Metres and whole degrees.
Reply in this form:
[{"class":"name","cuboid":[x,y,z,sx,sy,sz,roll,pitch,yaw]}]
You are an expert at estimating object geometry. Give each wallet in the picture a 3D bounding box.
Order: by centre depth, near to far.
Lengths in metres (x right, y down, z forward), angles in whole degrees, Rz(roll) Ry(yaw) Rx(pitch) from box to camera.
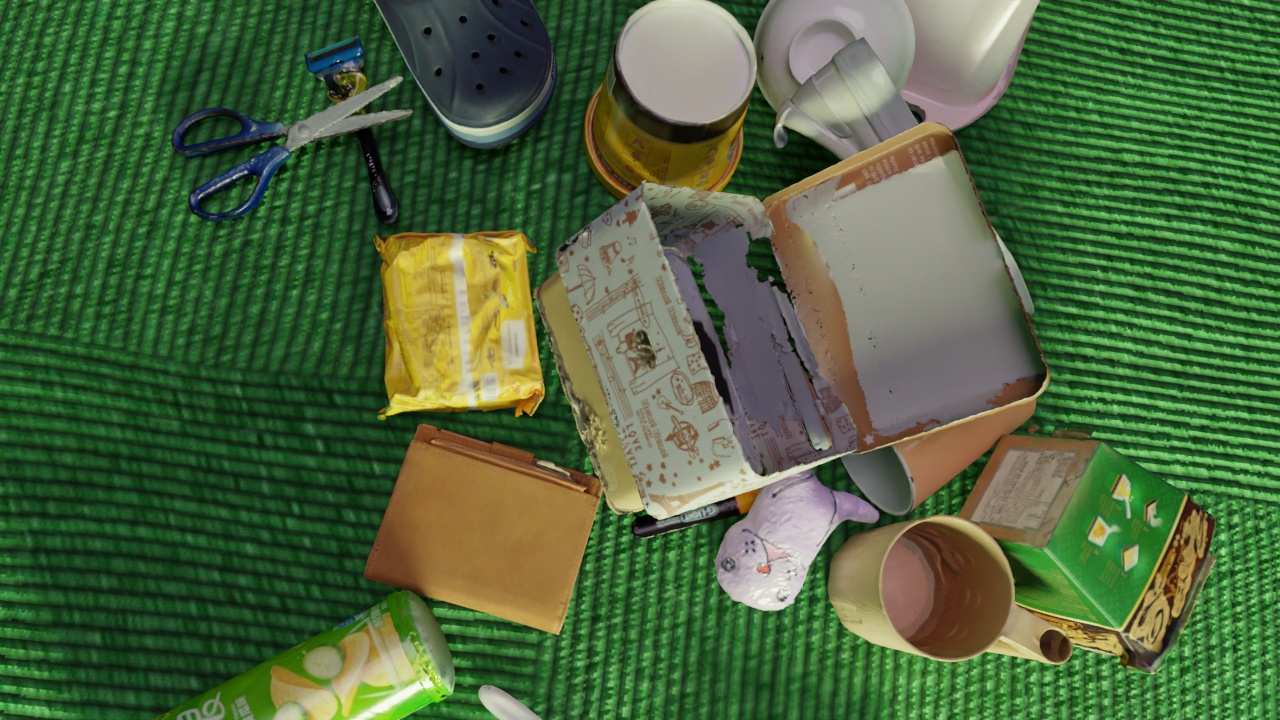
[{"class":"wallet","cuboid":[-0.099,0.108,0.598,0.132,0.031,0.107,17,78,-4]}]

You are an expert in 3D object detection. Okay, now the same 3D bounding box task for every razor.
[{"class":"razor","cuboid":[-0.196,-0.160,0.652,0.043,0.022,0.142,-21,80,3]}]

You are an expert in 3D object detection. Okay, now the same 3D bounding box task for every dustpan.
[{"class":"dustpan","cuboid":[0.214,-0.313,0.745,0.222,0.139,0.272,22,47,0]}]

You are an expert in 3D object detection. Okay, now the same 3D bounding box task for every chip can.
[{"class":"chip can","cuboid":[-0.218,0.214,0.538,0.221,0.073,0.072,-25,81,-12]}]

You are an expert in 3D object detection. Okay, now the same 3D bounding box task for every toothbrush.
[{"class":"toothbrush","cuboid":[-0.029,0.261,0.581,0.180,0.016,0.016,35,73,4]}]

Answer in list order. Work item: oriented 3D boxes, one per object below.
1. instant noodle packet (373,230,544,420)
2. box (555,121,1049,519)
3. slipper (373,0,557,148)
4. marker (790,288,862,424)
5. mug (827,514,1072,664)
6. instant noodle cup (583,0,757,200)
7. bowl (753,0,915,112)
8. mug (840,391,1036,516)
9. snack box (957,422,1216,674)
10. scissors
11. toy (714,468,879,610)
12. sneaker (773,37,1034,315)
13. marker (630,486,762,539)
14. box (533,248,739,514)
[{"class":"instant noodle packet","cuboid":[-0.123,-0.023,0.619,0.110,0.044,0.128,-3,80,-9]},{"class":"box","cuboid":[0.087,-0.027,0.521,0.227,0.156,0.180,-22,78,24]},{"class":"slipper","cuboid":[-0.142,-0.273,0.650,0.105,0.095,0.252,-30,79,-10]},{"class":"marker","cuboid":[0.138,-0.012,0.661,0.022,0.018,0.130,34,76,-13]},{"class":"mug","cuboid":[0.191,0.153,0.585,0.124,0.104,0.084,28,75,0]},{"class":"instant noodle cup","cuboid":[0.022,-0.178,0.636,0.118,0.114,0.118,1,77,-6]},{"class":"bowl","cuboid":[0.134,-0.218,0.653,0.118,0.064,0.118,6,113,14]},{"class":"mug","cuboid":[0.206,0.044,0.630,0.122,0.078,0.078,-27,82,-17]},{"class":"snack box","cuboid":[0.271,0.111,0.584,0.105,0.118,0.117,39,74,-17]},{"class":"scissors","cuboid":[-0.241,-0.146,0.636,0.171,0.012,0.140,10,81,5]},{"class":"toy","cuboid":[0.095,0.117,0.608,0.084,0.039,0.108,34,94,5]},{"class":"sneaker","cuboid":[0.182,-0.098,0.636,0.091,0.089,0.242,-34,113,22]},{"class":"marker","cuboid":[0.053,0.100,0.626,0.123,0.015,0.018,-14,77,-10]},{"class":"box","cuboid":[-0.004,0.004,0.606,0.089,0.059,0.184,-16,81,-38]}]
